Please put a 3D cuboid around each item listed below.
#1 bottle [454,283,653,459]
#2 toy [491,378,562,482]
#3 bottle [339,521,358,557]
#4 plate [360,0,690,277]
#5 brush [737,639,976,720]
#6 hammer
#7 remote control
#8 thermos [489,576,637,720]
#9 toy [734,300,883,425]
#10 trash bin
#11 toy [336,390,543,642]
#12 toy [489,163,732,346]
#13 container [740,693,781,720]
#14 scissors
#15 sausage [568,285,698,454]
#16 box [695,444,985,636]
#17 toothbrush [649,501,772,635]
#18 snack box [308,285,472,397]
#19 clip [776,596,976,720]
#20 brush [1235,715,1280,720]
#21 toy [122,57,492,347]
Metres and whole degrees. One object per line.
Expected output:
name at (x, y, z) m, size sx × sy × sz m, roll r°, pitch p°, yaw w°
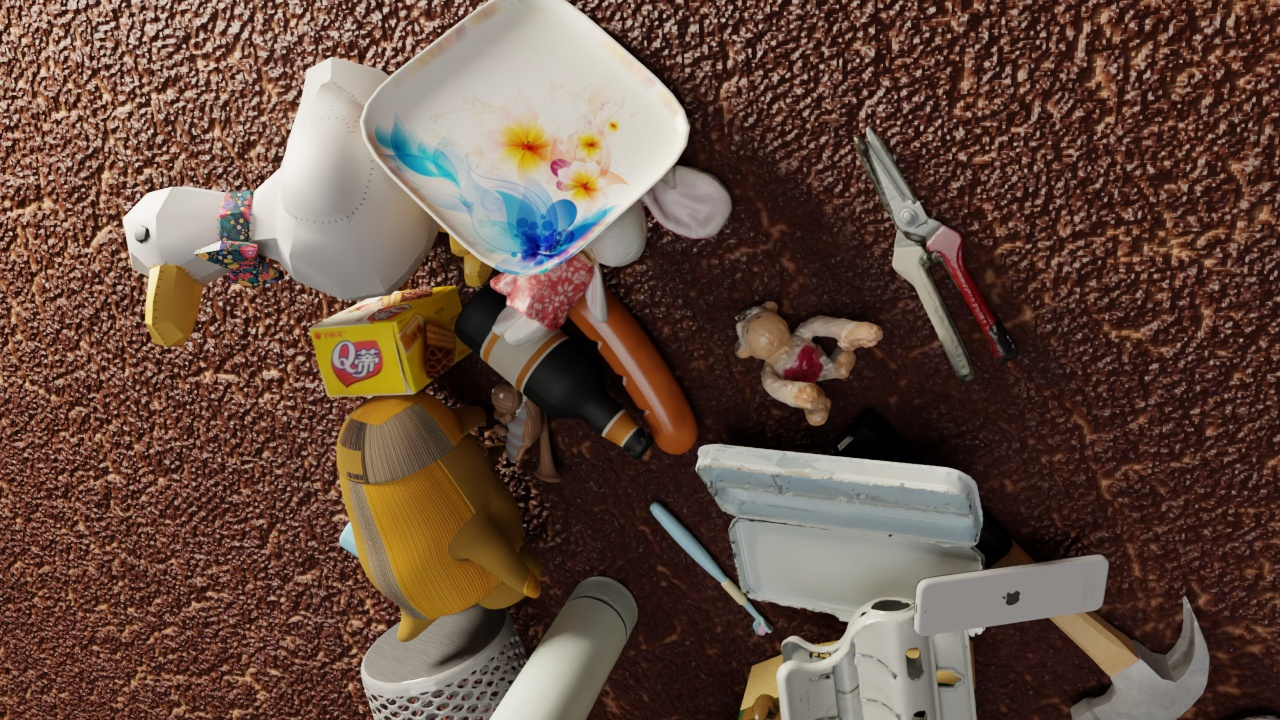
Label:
bottle at (-0.064, 0.013, 0.735) m, size 0.181 × 0.059 × 0.059 m, roll 40°, pitch 117°, yaw 10°
toy at (-0.099, 0.056, 0.784) m, size 0.042 × 0.054 × 0.102 m, roll 18°, pitch 116°, yaw 54°
bottle at (-0.226, 0.196, 0.884) m, size 0.130 × 0.040 × 0.040 m, roll 33°, pitch 117°, yaw 3°
plate at (-0.079, -0.161, 0.642) m, size 0.187 × 0.016 × 0.186 m, roll 44°, pitch 75°, yaw 10°
brush at (0.214, 0.365, 0.790) m, size 0.195 × 0.075 × 0.250 m, roll -15°, pitch 105°, yaw 22°
hammer at (0.287, 0.158, 0.708) m, size 0.328 × 0.039 × 0.131 m, roll 40°, pitch 116°, yaw 0°
remote control at (0.266, 0.168, 0.658) m, size 0.146 × 0.008 × 0.045 m, roll -6°, pitch 110°, yaw -9°
thermos at (-0.066, 0.265, 0.753) m, size 0.068 × 0.229 × 0.068 m, roll 6°, pitch 112°, yaw 16°
toy at (0.115, -0.012, 0.684) m, size 0.106 × 0.074 × 0.085 m, roll 37°, pitch 86°, yaw 24°
trash bin at (-0.164, 0.337, 0.858) m, size 0.157 × 0.156 × 0.183 m, roll -10°, pitch 104°, yaw 21°
toy at (-0.176, 0.112, 0.776) m, size 0.199 × 0.162 × 0.203 m, roll 8°, pitch 126°, yaw 39°
toy at (-0.041, -0.090, 0.679) m, size 0.159 × 0.084 × 0.194 m, roll 34°, pitch 91°, yaw 4°
container at (0.113, 0.452, 0.693) m, size 0.219 × 0.213 × 0.252 m, roll 28°, pitch 116°, yaw 5°
scissors at (0.211, -0.076, 0.651) m, size 0.146 × 0.015 × 0.188 m, roll 7°, pitch 113°, yaw 16°
sausage at (-0.004, 0.004, 0.738) m, size 0.045 × 0.039 × 0.164 m, roll -29°, pitch 100°, yaw 33°
box at (0.157, 0.135, 0.709) m, size 0.210 × 0.061 × 0.193 m, roll 2°, pitch 136°, yaw 31°
toothbrush at (0.061, 0.182, 0.800) m, size 0.155 × 0.016 × 0.022 m, roll 49°, pitch 154°, yaw -5°
snack box at (-0.203, -0.016, 0.756) m, size 0.084 × 0.105 × 0.061 m, roll -4°, pitch 109°, yaw 19°
clip at (0.175, 0.243, 0.688) m, size 0.144 × 0.074 × 0.124 m, roll -5°, pitch 93°, yaw 10°
brush at (0.430, 0.388, 0.740) m, size 0.083 × 0.056 × 0.272 m, roll 34°, pitch 116°, yaw 4°
toy at (-0.247, -0.119, 0.696) m, size 0.267 × 0.141 × 0.246 m, roll 6°, pitch 75°, yaw 0°
